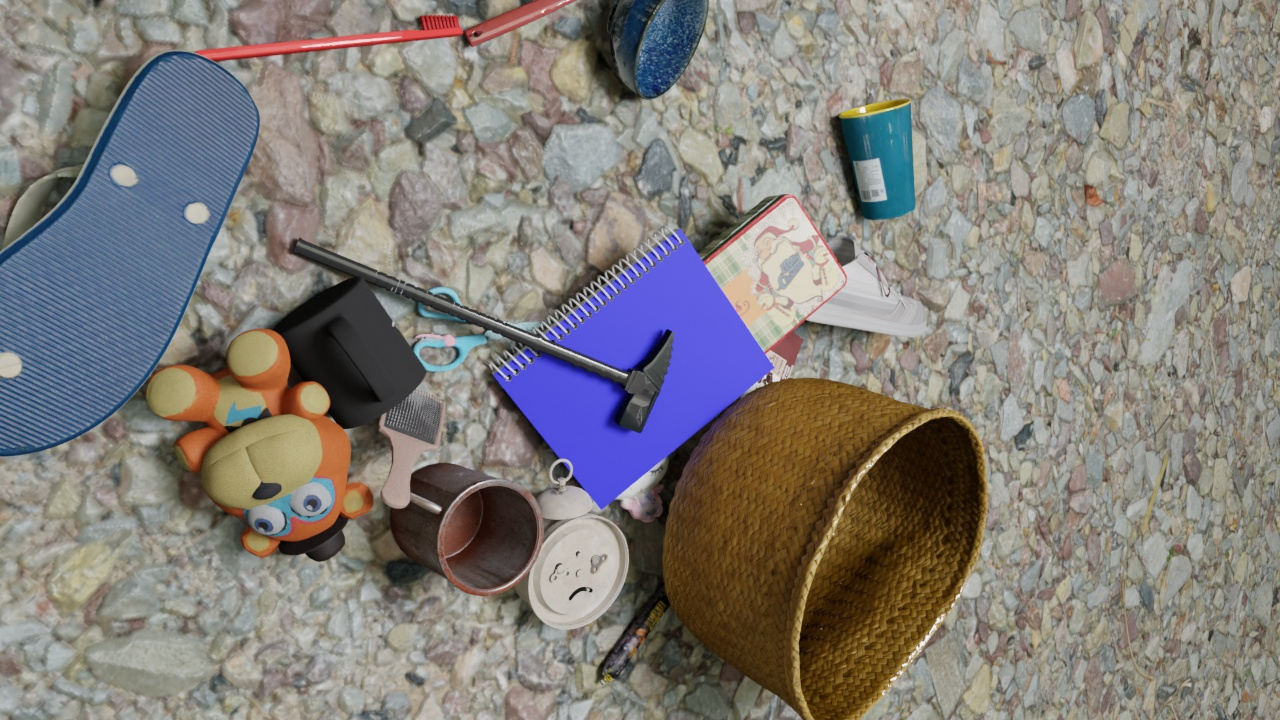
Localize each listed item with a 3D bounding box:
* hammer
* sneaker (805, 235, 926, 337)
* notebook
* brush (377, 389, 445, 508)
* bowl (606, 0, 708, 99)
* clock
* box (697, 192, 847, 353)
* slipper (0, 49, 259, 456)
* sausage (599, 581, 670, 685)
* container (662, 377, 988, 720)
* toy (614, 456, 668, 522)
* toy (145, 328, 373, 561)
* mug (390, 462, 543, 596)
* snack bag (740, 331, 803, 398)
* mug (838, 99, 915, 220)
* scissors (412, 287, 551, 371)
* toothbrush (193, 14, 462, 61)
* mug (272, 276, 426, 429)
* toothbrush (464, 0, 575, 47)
[{"bbox_3d":[-0.120,-0.036,0.758,0.324,0.015,0.095,23,94,-22],"label":"hammer"},{"bbox_3d":[0.233,-0.085,0.997,0.235,0.099,0.089,5,104,-34],"label":"sneaker"},{"bbox_3d":[-0.005,0.005,0.829,0.209,0.022,0.171,-39,108,-7],"label":"notebook"},{"bbox_3d":[-0.177,0.061,0.702,0.050,0.135,0.015,24,119,-19],"label":"brush"},{"bbox_3d":[0.006,-0.303,0.833,0.114,0.061,0.114,-51,163,-22],"label":"bowl"},{"bbox_3d":[-0.070,0.161,0.822,0.103,0.061,0.157,-13,108,-34],"label":"clock"},{"bbox_3d":[0.092,-0.058,0.883,0.205,0.051,0.117,-38,104,-6],"label":"box"},{"bbox_3d":[-0.352,-0.071,0.606,0.118,0.060,0.294,35,72,-35],"label":"slipper"},{"bbox_3d":[0.008,0.255,0.907,0.155,0.020,0.020,-49,118,-23],"label":"sausage"},{"bbox_3d":[0.168,0.164,0.878,0.306,0.197,0.307,-21,122,-39],"label":"container"},{"bbox_3d":[-0.009,0.097,0.873,0.079,0.038,0.123,-26,104,-29],"label":"toy"},{"bbox_3d":[-0.263,0.066,0.656,0.112,0.096,0.176,-26,119,-2],"label":"toy"},{"bbox_3d":[-0.153,0.124,0.731,0.123,0.110,0.096,38,66,-31],"label":"mug"},{"bbox_3d":[0.131,0.036,0.984,0.057,0.013,0.157,31,76,-31],"label":"snack bag"},{"bbox_3d":[0.272,-0.224,1.032,0.078,0.078,0.121,-25,112,-32],"label":"mug"},{"bbox_3d":[-0.134,-0.035,0.795,0.141,0.015,0.076,-12,99,-41],"label":"scissors"},{"bbox_3d":[-0.234,-0.249,0.705,0.212,0.012,0.018,-20,104,-33],"label":"toothbrush"},{"bbox_3d":[-0.210,-0.004,0.675,0.078,0.114,0.088,-38,114,-18],"label":"mug"},{"bbox_3d":[-0.062,-0.311,0.785,0.189,0.016,0.016,-27,100,-10],"label":"toothbrush"}]
